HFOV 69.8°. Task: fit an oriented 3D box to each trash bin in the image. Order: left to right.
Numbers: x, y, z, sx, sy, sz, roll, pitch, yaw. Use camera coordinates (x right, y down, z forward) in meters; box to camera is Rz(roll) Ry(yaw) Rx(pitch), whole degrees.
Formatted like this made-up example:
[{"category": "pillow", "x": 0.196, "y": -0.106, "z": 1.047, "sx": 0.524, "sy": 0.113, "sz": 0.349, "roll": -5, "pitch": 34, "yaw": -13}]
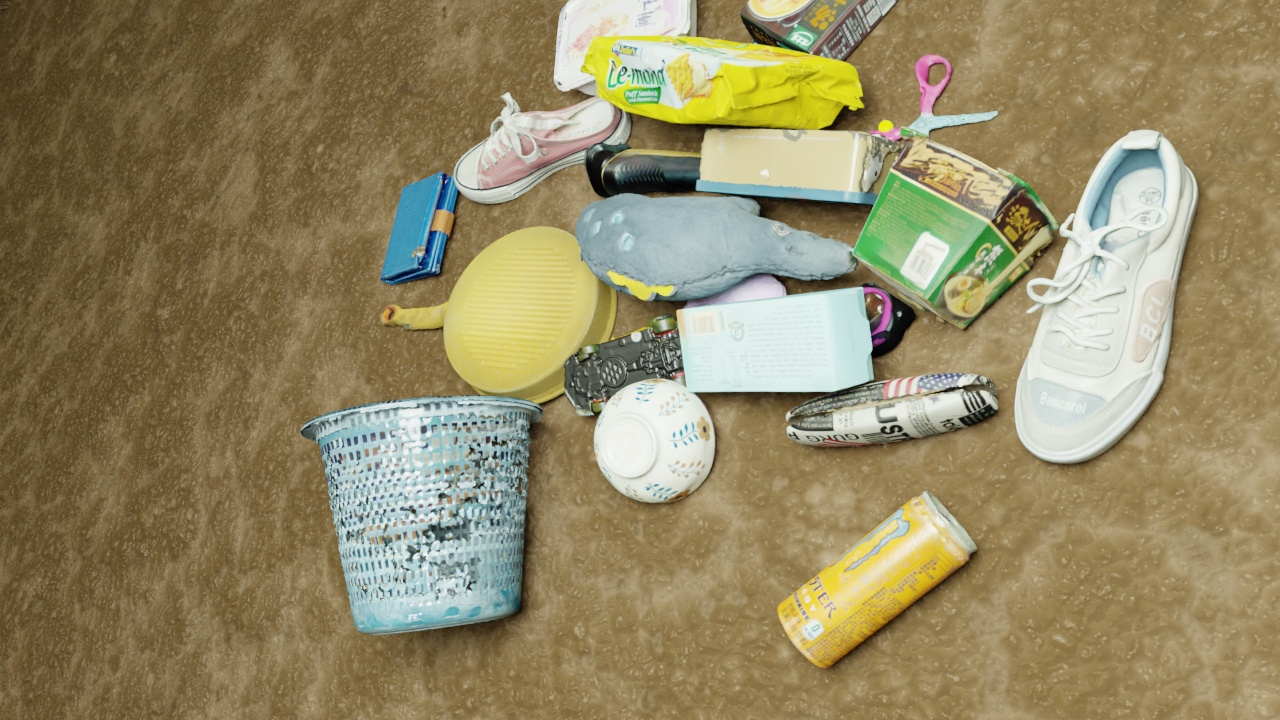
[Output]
[{"category": "trash bin", "x": -0.196, "y": 0.150, "z": 0.864, "sx": 0.227, "sy": 0.226, "sz": 0.195, "roll": -14, "pitch": 76, "yaw": 30}]

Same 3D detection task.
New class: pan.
[{"category": "pan", "x": -0.181, "y": -0.051, "z": 1.026, "sx": 0.358, "sy": 0.078, "sz": 0.197, "roll": 6, "pitch": 72, "yaw": 30}]

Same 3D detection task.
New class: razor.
[{"category": "razor", "x": 0.020, "y": -0.198, "z": 0.945, "sx": 0.168, "sy": 0.062, "sz": 0.067, "roll": 8, "pitch": 44, "yaw": 32}]

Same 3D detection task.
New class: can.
[{"category": "can", "x": 0.173, "y": 0.163, "z": 0.679, "sx": 0.146, "sy": 0.058, "sz": 0.058, "roll": -43, "pitch": 53, "yaw": 13}]

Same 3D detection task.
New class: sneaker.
[{"category": "sneaker", "x": -0.130, "y": -0.252, "z": 1.044, "sx": 0.242, "sy": 0.087, "sz": 0.118, "roll": -12, "pitch": 65, "yaw": 30}, {"category": "sneaker", "x": 0.324, "y": -0.046, "z": 0.639, "sx": 0.090, "sy": 0.090, "sz": 0.242, "roll": 17, "pitch": 82, "yaw": 39}]

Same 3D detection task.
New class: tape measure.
[{"category": "tape measure", "x": 0.189, "y": -0.033, "z": 0.760, "sx": 0.058, "sy": 0.039, "sz": 0.057, "roll": -50, "pitch": 52, "yaw": 8}]

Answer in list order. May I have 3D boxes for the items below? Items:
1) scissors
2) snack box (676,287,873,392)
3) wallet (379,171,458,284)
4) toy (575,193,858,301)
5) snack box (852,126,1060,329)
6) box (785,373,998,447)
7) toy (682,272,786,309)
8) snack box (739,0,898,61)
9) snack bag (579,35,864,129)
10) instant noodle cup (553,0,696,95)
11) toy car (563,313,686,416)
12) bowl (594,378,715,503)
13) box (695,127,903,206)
[{"category": "scissors", "x": 0.245, "y": -0.212, "z": 0.811, "sx": 0.134, "sy": 0.017, "sz": 0.133, "roll": -2, "pitch": 70, "yaw": 30}, {"category": "snack box", "x": 0.106, "y": -0.014, "z": 0.756, "sx": 0.175, "sy": 0.051, "sz": 0.074, "roll": -2, "pitch": 98, "yaw": 52}, {"category": "wallet", "x": -0.274, "y": -0.163, "z": 1.142, "sx": 0.107, "sy": 0.040, "sz": 0.133, "roll": -7, "pitch": 67, "yaw": 42}, {"category": "toy", "x": 0.026, "y": -0.108, "z": 0.838, "sx": 0.357, "sy": 0.137, "sz": 0.091, "roll": 16, "pitch": 121, "yaw": 45}, {"category": "snack box", "x": 0.235, "y": -0.094, "z": 0.708, "sx": 0.118, "sy": 0.117, "sz": 0.106, "roll": 41, "pitch": 101, "yaw": 41}, {"category": "box", "x": 0.192, "y": 0.045, "z": 0.712, "sx": 0.165, "sy": 0.071, "sz": 0.060, "roll": -16, "pitch": 88, "yaw": 33}, {"category": "toy", "x": 0.088, "y": -0.058, "z": 0.842, "sx": 0.108, "sy": 0.039, "sz": 0.084, "roll": 35, "pitch": 96, "yaw": 43}, {"category": "snack box", "x": 0.167, "y": -0.336, "z": 0.899, "sx": 0.126, "sy": 0.053, "sz": 0.113, "roll": -47, "pitch": 52, "yaw": 4}, {"category": "snack bag", "x": 0.071, "y": -0.258, "z": 0.852, "sx": 0.246, "sy": 0.157, "sz": 0.068, "roll": 34, "pitch": 127, "yaw": 50}, {"category": "instant noodle cup", "x": -0.009, "y": -0.365, "z": 1.021, "sx": 0.174, "sy": 0.060, "sz": 0.137, "roll": -13, "pitch": 60, "yaw": 29}, {"category": "toy car", "x": -0.005, "y": 0.005, "z": 0.873, "sx": 0.156, "sy": 0.041, "sz": 0.071, "roll": -18, "pitch": 84, "yaw": 27}, {"category": "bowl", "x": 0.003, "y": 0.074, "z": 0.812, "sx": 0.114, "sy": 0.062, "sz": 0.113, "roll": 1, "pitch": 92, "yaw": 29}, {"category": "box", "x": 0.134, "y": -0.172, "z": 0.819, "sx": 0.185, "sy": 0.089, "sz": 0.062, "roll": 11, "pitch": 100, "yaw": 40}]
